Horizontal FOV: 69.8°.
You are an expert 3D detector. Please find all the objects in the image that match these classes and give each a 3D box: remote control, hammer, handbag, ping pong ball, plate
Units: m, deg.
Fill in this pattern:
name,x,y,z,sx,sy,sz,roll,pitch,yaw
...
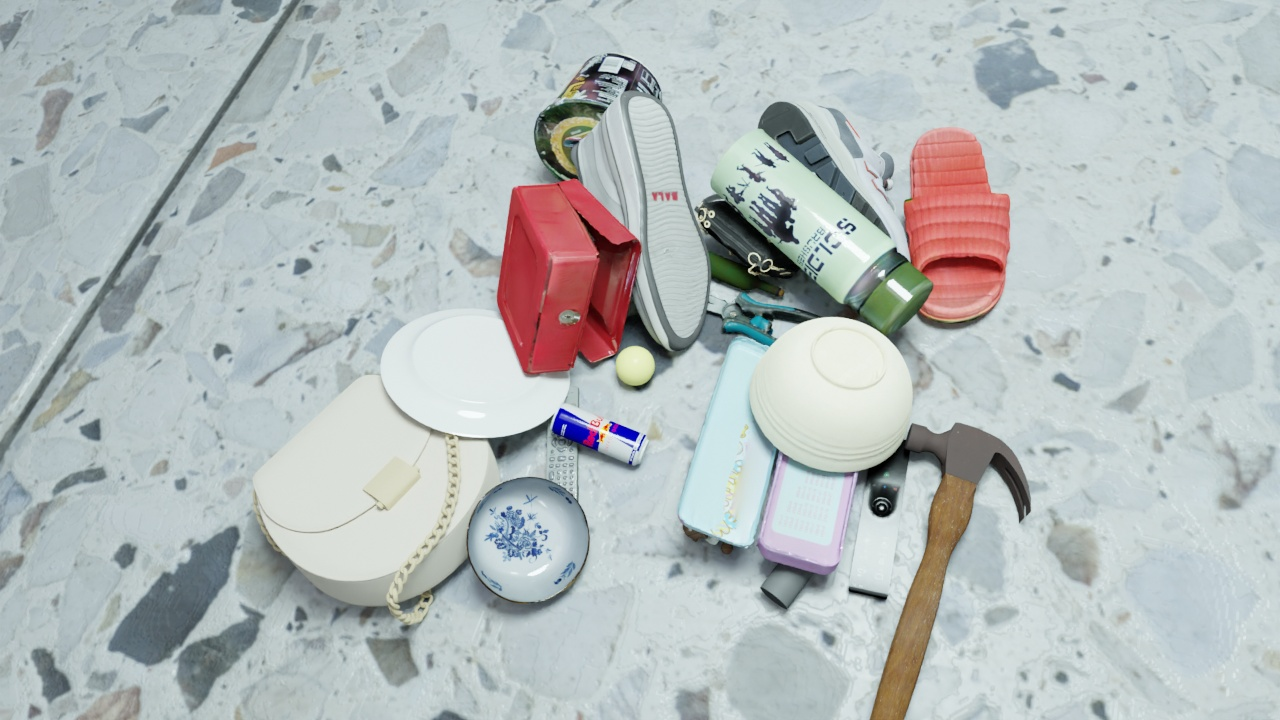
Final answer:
name,x,y,z,sx,sy,sz,roll,pitch,yaw
remote control,-0.078,0.088,0.916,0.033,0.013,0.136,-5,62,8
hammer,0.242,0.201,0.776,0.115,0.033,0.322,20,67,14
handbag,0.111,-0.130,0.951,0.128,0.079,0.054,45,119,26
ping pong ball,-0.006,0.005,0.930,0.040,0.040,0.040,-5,62,8
plate,-0.163,0.002,0.924,0.188,0.016,0.188,9,41,-8
remote control,0.218,0.139,0.833,0.034,0.013,0.149,9,65,15
handbag,-0.247,0.126,0.889,0.209,0.103,0.210,29,61,24

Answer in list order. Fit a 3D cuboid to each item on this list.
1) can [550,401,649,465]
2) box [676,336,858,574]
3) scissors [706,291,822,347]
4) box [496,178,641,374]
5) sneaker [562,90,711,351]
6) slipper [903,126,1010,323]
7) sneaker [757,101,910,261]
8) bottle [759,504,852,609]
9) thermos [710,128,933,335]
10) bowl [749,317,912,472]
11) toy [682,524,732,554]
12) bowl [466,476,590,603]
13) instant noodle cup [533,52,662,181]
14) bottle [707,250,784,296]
name,x,y,z,sx,sy,sz,roll,pitch,yaw
can,-0.040,0.072,0.897,0.095,0.032,0.032,21,68,7
box,0.127,0.079,0.840,0.151,0.035,0.213,19,56,4
scissors,0.122,-0.039,0.942,0.123,0.019,0.148,-25,59,-2
box,-0.085,-0.082,0.910,0.110,0.158,0.134,-18,51,-29
sneaker,-0.011,-0.133,0.949,0.129,0.096,0.263,-12,94,47
slipper,0.323,-0.153,0.940,0.103,0.059,0.248,2,62,12
sneaker,0.226,-0.172,0.949,0.124,0.089,0.239,-27,87,-42
bottle,0.153,0.168,0.820,0.030,0.030,0.112,34,74,24
thermos,0.173,-0.119,0.879,0.082,0.082,0.231,-42,73,-12
bowl,0.178,0.017,0.825,0.150,0.075,0.150,3,54,-4
toy,0.068,0.127,0.853,0.055,0.042,0.101,10,72,-9
bowl,-0.107,0.165,0.852,0.114,0.045,0.114,2,84,-17
instant noodle cup,-0.037,-0.272,1.036,0.137,0.137,0.112,10,56,16
bottle,0.103,-0.090,0.968,0.106,0.025,0.025,25,70,22
